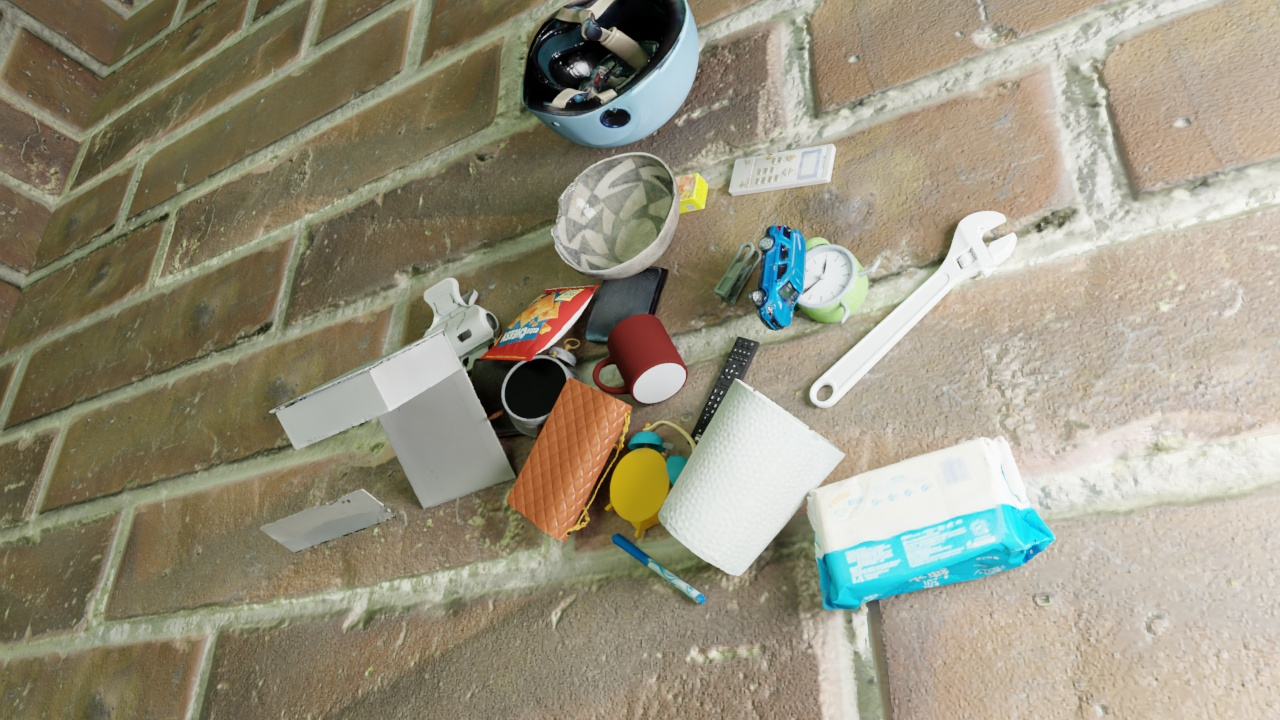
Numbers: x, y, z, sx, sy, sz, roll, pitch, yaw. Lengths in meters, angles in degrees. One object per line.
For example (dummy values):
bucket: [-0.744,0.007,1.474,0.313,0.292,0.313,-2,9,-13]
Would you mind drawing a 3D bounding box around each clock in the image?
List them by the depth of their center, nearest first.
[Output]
clock: [0.202,-0.087,1.021,0.119,0.042,0.094,30,84,41]
clock: [0.013,0.132,1.042,0.099,0.043,0.130,36,97,42]
clock: [-0.120,0.033,1.175,0.104,0.056,0.147,23,74,25]

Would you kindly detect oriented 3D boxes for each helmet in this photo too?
helmet: [-0.027,-0.402,1.270,0.266,0.166,0.225,-12,62,33]

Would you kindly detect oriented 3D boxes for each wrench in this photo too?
wrench: [0.281,-0.049,0.962,0.273,0.018,0.066,-45,48,9]

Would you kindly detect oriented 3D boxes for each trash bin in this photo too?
trash bin: [0.105,0.121,0.928,0.133,0.133,0.161,39,96,42]

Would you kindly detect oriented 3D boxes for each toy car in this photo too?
toy car: [0.152,-0.092,0.994,0.044,0.056,0.120,-4,62,33]

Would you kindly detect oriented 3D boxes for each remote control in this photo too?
remote control: [0.096,0.037,1.053,0.030,0.009,0.140,18,78,40]
remote control: [0.175,-0.237,1.142,0.136,0.011,0.050,-1,66,35]

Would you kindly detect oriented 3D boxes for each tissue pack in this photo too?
tissue pack: [0.256,0.150,0.841,0.210,0.066,0.116,-24,54,22]

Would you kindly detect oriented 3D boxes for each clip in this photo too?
clip: [0.118,-0.105,1.103,0.023,0.045,0.076,25,81,40]
clip: [-0.266,-0.046,1.330,0.125,0.075,0.144,-25,64,20]

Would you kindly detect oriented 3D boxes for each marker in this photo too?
marker: [0.019,0.227,1.006,0.142,0.013,0.013,27,83,42]

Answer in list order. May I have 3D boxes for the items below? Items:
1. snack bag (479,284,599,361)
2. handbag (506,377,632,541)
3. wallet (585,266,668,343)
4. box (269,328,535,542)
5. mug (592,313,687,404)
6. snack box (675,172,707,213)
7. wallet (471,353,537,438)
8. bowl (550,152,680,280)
snack bag: [-0.133,-0.048,1.218,0.131,0.039,0.143,2,46,52]
handbag: [-0.076,0.119,1.092,0.109,0.060,0.172,21,84,55]
wallet: [-0.018,-0.073,1.184,0.089,0.026,0.114,5,70,36]
box: [-0.266,0.114,1.190,0.168,0.380,0.171,-21,39,26]
mug: [-0.006,0.006,1.095,0.106,0.073,0.082,-29,51,3]
snack box: [0.018,-0.215,1.231,0.148,0.029,0.040,-5,63,34]
wallet: [-0.187,0.048,1.241,0.100,0.031,0.119,-10,67,31]
bowl: [-0.019,-0.172,1.176,0.179,0.081,0.178,-14,60,25]
